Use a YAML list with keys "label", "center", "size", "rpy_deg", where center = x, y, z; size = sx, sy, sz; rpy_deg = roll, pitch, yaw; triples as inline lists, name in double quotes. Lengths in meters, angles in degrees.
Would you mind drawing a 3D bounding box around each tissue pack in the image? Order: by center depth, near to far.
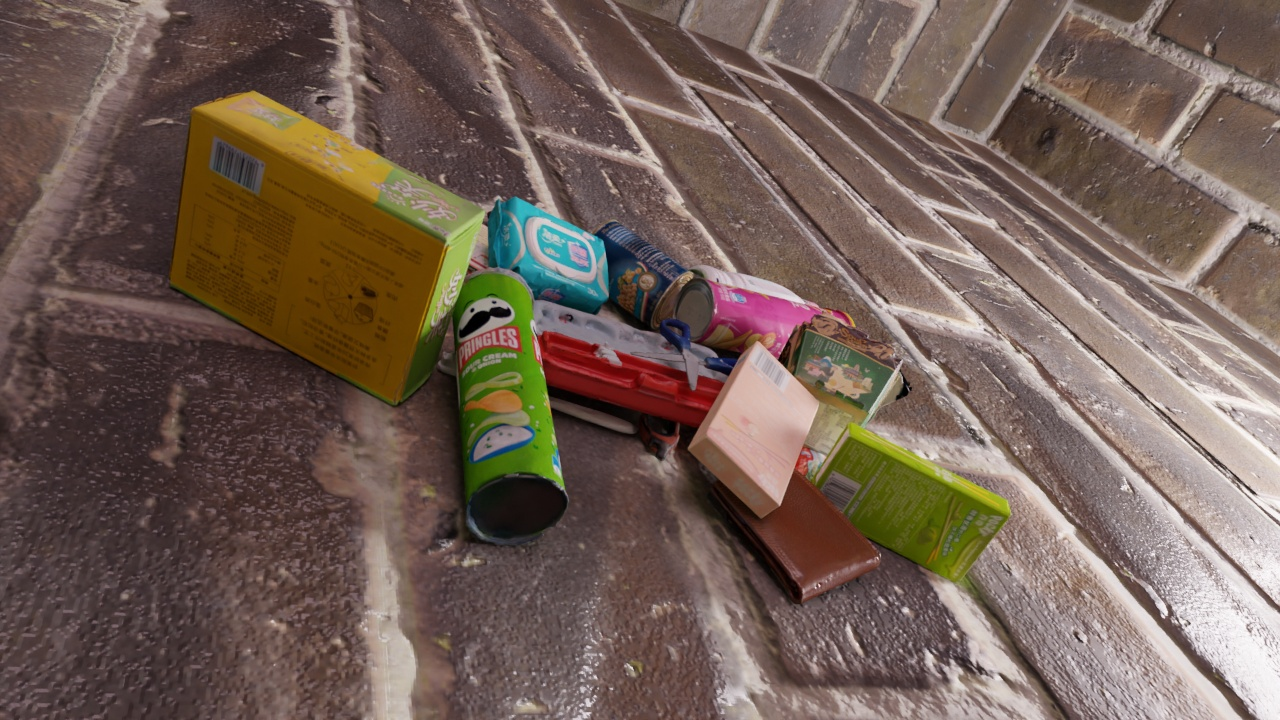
- label: "tissue pack"
  center: [-0.093, -0.099, 0.907]
  size: [0.133, 0.050, 0.093]
  rpy_deg: [20, 49, -38]

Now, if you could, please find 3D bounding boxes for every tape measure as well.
- label: "tape measure"
  center: [0.263, 0.020, 1.035]
  size: [0.066, 0.066, 0.033]
  rpy_deg: [55, 19, -22]

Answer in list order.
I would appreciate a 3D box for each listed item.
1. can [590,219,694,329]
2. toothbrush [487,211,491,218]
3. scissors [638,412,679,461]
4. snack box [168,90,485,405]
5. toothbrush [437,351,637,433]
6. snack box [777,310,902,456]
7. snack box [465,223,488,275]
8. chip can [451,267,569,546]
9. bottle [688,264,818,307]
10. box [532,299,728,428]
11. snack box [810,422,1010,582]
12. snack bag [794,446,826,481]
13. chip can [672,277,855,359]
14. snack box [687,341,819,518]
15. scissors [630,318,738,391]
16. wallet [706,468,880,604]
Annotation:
- label: "can"
  center: [-0.005, -0.093, 0.996]
  size: [0.111, 0.075, 0.075]
  rpy_deg: [36, 29, 17]
- label: "toothbrush"
  center: [-0.131, -0.105, 0.985]
  size: [0.014, 0.017, 0.189]
  rpy_deg: [-6, 43, -30]
- label: "scissors"
  center: [0.046, 0.040, 0.876]
  size: [0.189, 0.015, 0.225]
  rpy_deg: [22, 28, -7]
- label: "snack box"
  center: [-0.240, -0.084, 0.696]
  size: [0.210, 0.158, 0.069]
  rpy_deg: [27, 31, 2]
- label: "toothbrush"
  center: [-0.085, 0.029, 0.784]
  size: [0.180, 0.016, 0.016]
  rpy_deg: [20, 30, -11]
- label: "snack box"
  center: [0.183, 0.035, 0.915]
  size: [0.118, 0.118, 0.105]
  rpy_deg: [27, 40, 8]
- label: "snack box"
  center: [-0.189, -0.121, 0.934]
  size: [0.156, 0.027, 0.076]
  rpy_deg: [30, 36, 8]
- label: "chip can"
  center: [-0.104, 0.026, 0.694]
  size: [0.072, 0.072, 0.235]
  rpy_deg: [12, 36, -24]
- label: "bottle"
  center: [0.133, -0.064, 1.075]
  size: [0.196, 0.068, 0.068]
  rpy_deg: [8, 33, -37]
- label: "box"
  center: [-0.005, 0.004, 0.844]
  size: [0.201, 0.039, 0.158]
  rpy_deg: [16, 16, -17]
- label: "snack box"
  center: [0.233, 0.126, 0.810]
  size: [0.156, 0.086, 0.026]
  rpy_deg: [26, 27, 2]
- label: "snack bag"
  center: [0.182, 0.109, 0.860]
  size: [0.104, 0.026, 0.048]
  rpy_deg: [26, 40, 1]
- label: "chip can"
  center: [0.138, -0.037, 0.996]
  size: [0.210, 0.072, 0.071]
  rpy_deg: [10, 32, -35]
- label: "snack box"
  center: [0.101, 0.054, 0.781]
  size: [0.084, 0.026, 0.156]
  rpy_deg: [44, 38, -6]
- label: "scissors"
  center: [0.051, -0.004, 0.851]
  size: [0.162, 0.012, 0.174]
  rpy_deg: [16, 20, -25]
- label: "wallet"
  center: [0.125, 0.140, 0.758]
  size: [0.101, 0.032, 0.124]
  rpy_deg: [-5, 40, -40]
